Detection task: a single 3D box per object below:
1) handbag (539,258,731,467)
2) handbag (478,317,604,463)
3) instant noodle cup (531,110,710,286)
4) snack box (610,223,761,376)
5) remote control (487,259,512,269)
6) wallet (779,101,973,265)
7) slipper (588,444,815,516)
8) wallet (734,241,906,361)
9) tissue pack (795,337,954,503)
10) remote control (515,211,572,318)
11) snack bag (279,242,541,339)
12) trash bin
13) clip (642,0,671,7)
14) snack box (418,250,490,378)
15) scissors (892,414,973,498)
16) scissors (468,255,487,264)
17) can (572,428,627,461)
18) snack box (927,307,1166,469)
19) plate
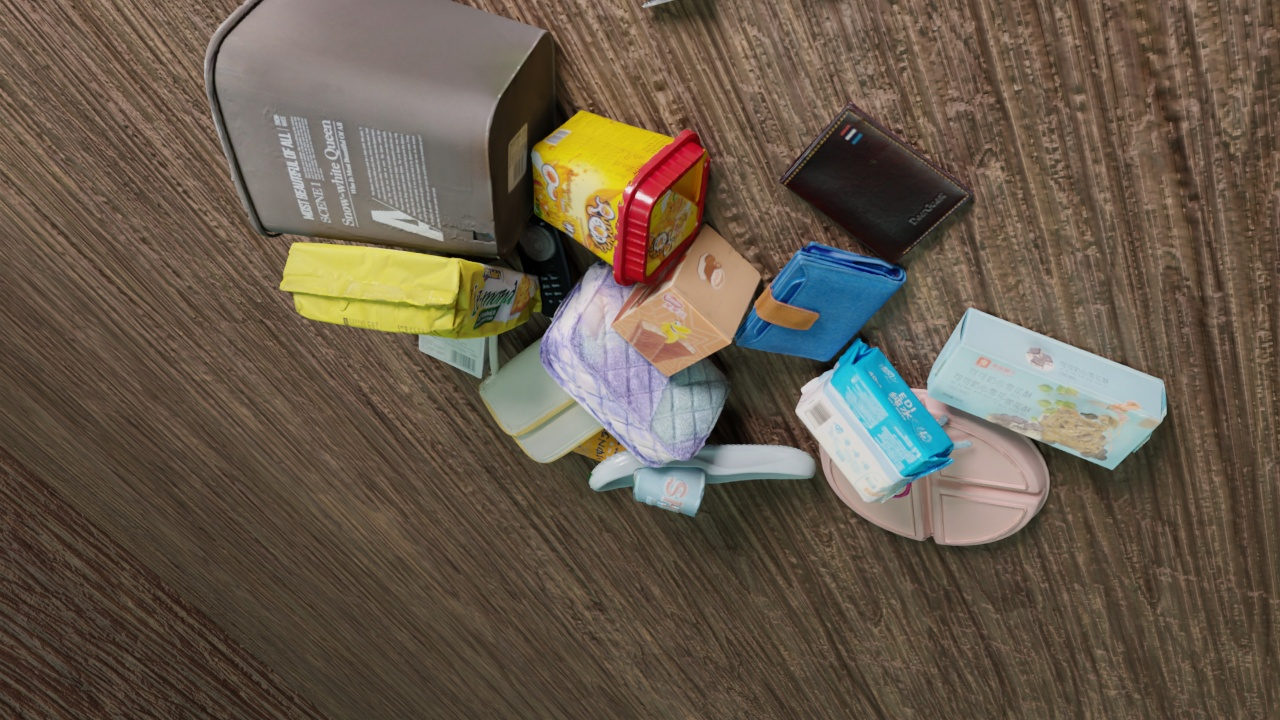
[{"bbox_3d":[-0.005,0.005,0.909,0.076,0.133,0.194,-18,122,48],"label":"handbag"},{"bbox_3d":[-0.104,0.011,0.997,0.164,0.063,0.179,-34,108,23],"label":"handbag"},{"bbox_3d":[-0.021,-0.145,0.780,0.124,0.115,0.116,28,143,19],"label":"instant noodle cup"},{"bbox_3d":[0.042,-0.055,0.846,0.077,0.092,0.095,42,140,-16],"label":"snack box"},{"bbox_3d":[-0.190,-0.073,1.026,0.150,0.021,0.058,-10,128,39],"label":"remote control"},{"bbox_3d":[0.185,-0.138,0.728,0.122,0.020,0.097,33,142,-9],"label":"wallet"},{"bbox_3d":[0.067,0.131,0.991,0.245,0.074,0.104,-2,168,0],"label":"slipper"},{"bbox_3d":[0.155,-0.047,0.812,0.106,0.040,0.133,10,145,-17],"label":"wallet"},{"bbox_3d":[0.218,0.058,0.857,0.140,0.063,0.090,54,133,14],"label":"tissue pack"},{"bbox_3d":[-0.097,-0.106,0.920,0.053,0.024,0.136,3,122,29],"label":"remote control"},{"bbox_3d":[-0.196,-0.059,0.834,0.158,0.068,0.246,7,-177,10],"label":"snack bag"},{"bbox_3d":[-0.197,-0.198,0.765,0.220,0.198,0.199,14,140,8],"label":"trash bin"},{"bbox_3d":[0.024,-0.271,0.672,0.057,0.024,0.029,10,135,29],"label":"clip"},{"bbox_3d":[-0.205,-0.048,1.022,0.085,0.026,0.157,25,142,6],"label":"snack box"},{"bbox_3d":[0.254,0.085,0.895,0.105,0.017,0.136,32,138,6],"label":"scissors"},{"bbox_3d":[-0.226,-0.149,0.929,0.173,0.159,0.014,44,108,24],"label":"scissors"},{"bbox_3d":[-0.068,0.082,1.094,0.146,0.058,0.058,19,141,11],"label":"can"},{"bbox_3d":[0.343,0.024,0.784,0.175,0.051,0.074,22,142,8],"label":"snack box"},{"bbox_3d":[0.293,0.118,0.940,0.230,0.028,0.230,18,141,15],"label":"plate"}]
